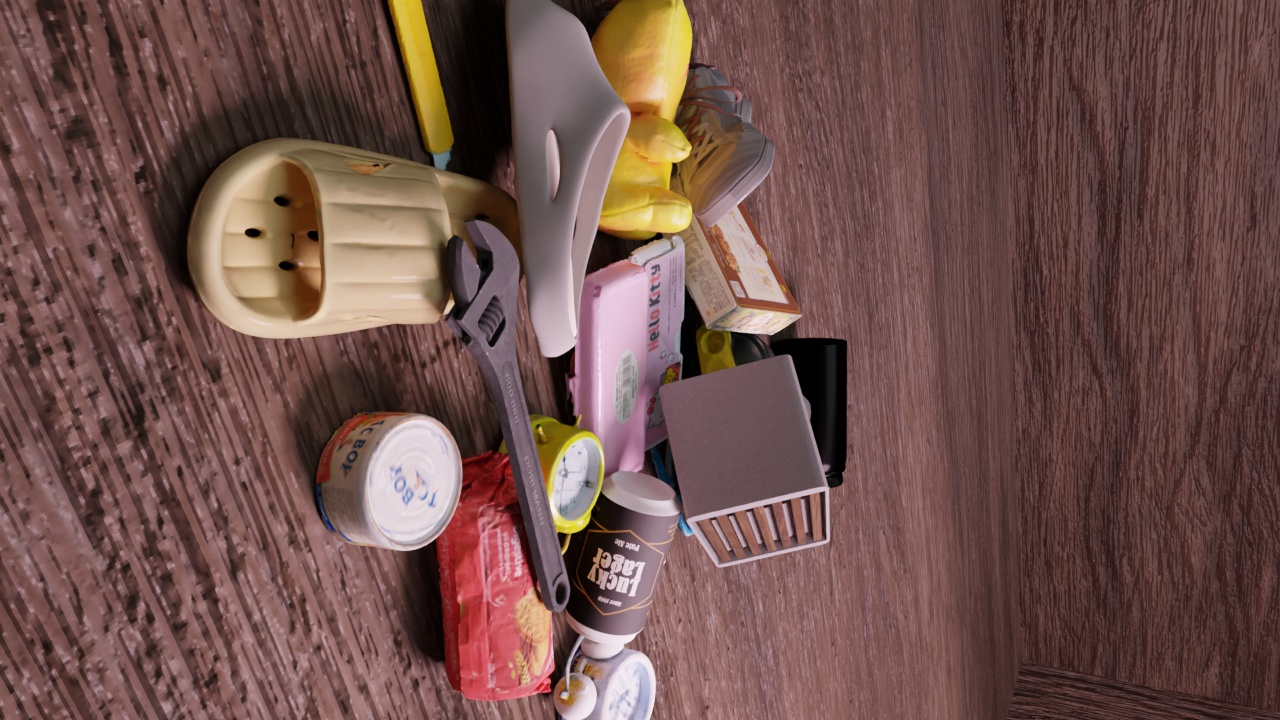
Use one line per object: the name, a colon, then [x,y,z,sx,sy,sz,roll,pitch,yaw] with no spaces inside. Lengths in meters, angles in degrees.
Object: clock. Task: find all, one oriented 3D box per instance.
clock: [-0.070,0.099,0.705,0.083,0.057,0.119,-18,114,-57]
clock: [-0.034,0.279,0.787,0.088,0.052,0.125,-59,136,-36]

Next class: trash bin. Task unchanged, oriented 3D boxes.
trash bin: [0.101,0.101,0.838,0.229,0.114,0.114,63,14,-65]

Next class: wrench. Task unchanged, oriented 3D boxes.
wrench: [-0.078,0.045,0.581,0.072,0.018,0.273,-47,132,-56]

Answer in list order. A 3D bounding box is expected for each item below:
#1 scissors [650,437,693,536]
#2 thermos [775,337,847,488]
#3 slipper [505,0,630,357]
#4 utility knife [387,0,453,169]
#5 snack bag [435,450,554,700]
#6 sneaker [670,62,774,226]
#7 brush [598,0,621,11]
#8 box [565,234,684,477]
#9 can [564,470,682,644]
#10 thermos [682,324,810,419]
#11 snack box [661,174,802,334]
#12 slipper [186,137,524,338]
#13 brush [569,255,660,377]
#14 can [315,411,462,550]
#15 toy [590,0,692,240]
scissors: [0.034,0.133,0.923,0.117,0.013,0.140,0,91,-58]
thermos: [0.212,0.075,1.137,0.086,0.086,0.198,-14,105,-58]
slipper: [-0.044,-0.136,0.637,0.113,0.080,0.265,73,12,-77]
utility knife: [-0.146,-0.200,0.591,0.030,0.017,0.159,-37,123,-46]
snack bag: [-0.103,0.150,0.637,0.082,0.082,0.176,-14,103,-58]
sneaker: [0.050,-0.203,0.803,0.089,0.099,0.235,35,25,-21]
brush: [0.022,-0.297,0.736,0.045,0.143,0.008,-13,102,-49]
box: [-0.005,0.004,0.787,0.152,0.037,0.201,-31,131,-46]
can: [-0.015,0.161,0.756,0.071,0.072,0.129,-6,116,-58]
thermos: [0.120,0.035,0.979,0.220,0.098,0.098,34,64,-60]
snack box: [0.083,-0.098,0.889,0.146,0.041,0.143,2,60,-58]
slipper: [-0.139,-0.075,0.557,0.260,0.079,0.111,-11,99,-58]
brush: [-0.011,-0.041,0.815,0.171,0.030,0.041,-56,137,-39]
can: [-0.155,0.075,0.574,0.086,0.043,0.086,-3,93,-58]
toy: [-0.010,-0.195,0.749,0.087,0.134,0.194,0,99,-16]
